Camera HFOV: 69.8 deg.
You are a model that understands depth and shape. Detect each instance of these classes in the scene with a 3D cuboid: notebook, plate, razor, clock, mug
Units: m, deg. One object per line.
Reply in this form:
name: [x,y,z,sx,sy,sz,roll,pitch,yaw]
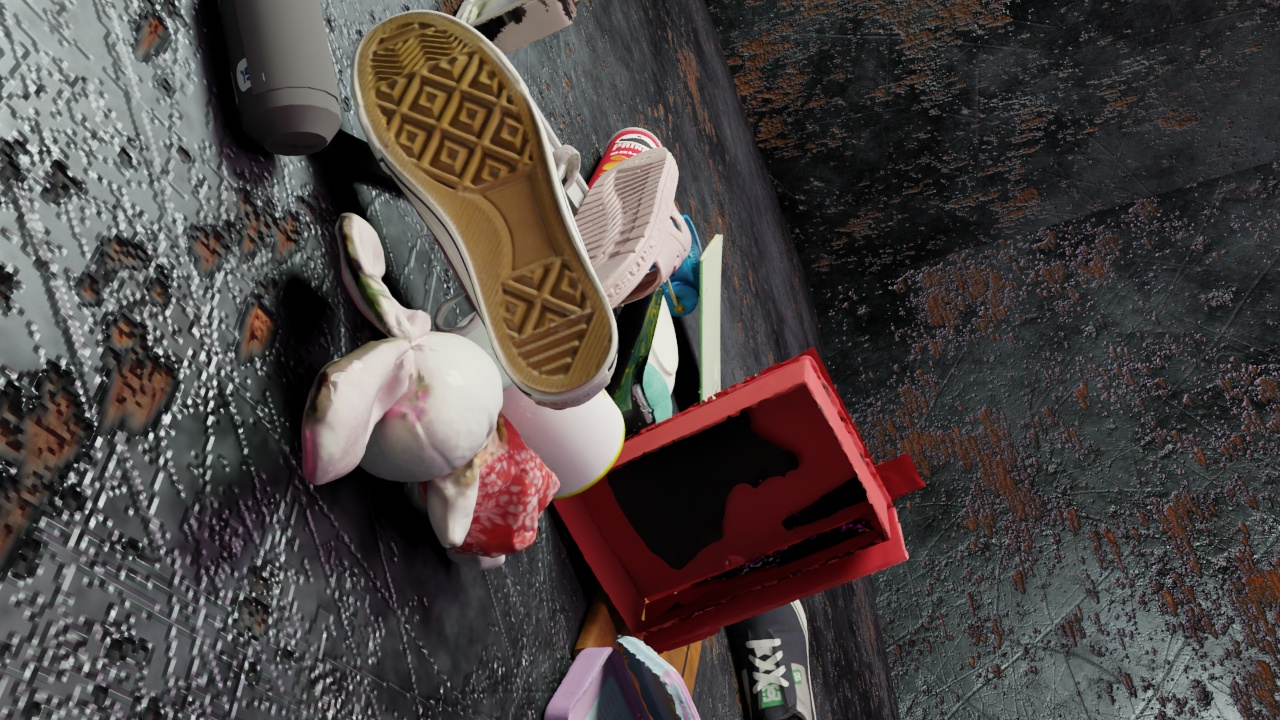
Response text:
notebook: [0.010,0.235,0.760,0.248,0.014,0.178,-62,134,-68]
plate: [0.004,-0.037,0.968,0.182,0.034,0.182,-15,90,-74]
razor: [-0.005,0.005,0.774,0.053,0.067,0.151,-11,119,-68]
notebook: [0.086,-0.017,1.138,0.181,0.010,0.253,-55,146,-69]
clock: [0.037,-0.115,1.106,0.161,0.060,0.117,-73,148,-63]
mug: [-0.068,0.025,0.571,0.106,0.083,0.082,57,23,-43]

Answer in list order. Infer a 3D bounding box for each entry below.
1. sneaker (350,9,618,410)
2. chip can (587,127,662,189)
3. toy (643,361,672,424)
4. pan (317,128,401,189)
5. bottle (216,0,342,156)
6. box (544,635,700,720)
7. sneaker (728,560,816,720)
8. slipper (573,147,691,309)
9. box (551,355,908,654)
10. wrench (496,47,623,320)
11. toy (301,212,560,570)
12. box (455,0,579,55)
sneaker: [-0.080,-0.080,0.508,0.241,0.118,0.088,63,-4,11]
chip can: [-0.020,-0.179,0.958,0.220,0.069,0.069,-76,147,-60]
toy: [0.000,0.043,0.878,0.105,0.033,0.084,60,40,-32]
pan: [-0.111,-0.113,0.647,0.356,0.034,0.225,9,66,-74]
bottle: [-0.175,-0.155,0.440,0.047,0.047,0.112,11,64,-72]
box: [0.016,0.284,0.609,0.077,0.096,0.214,-96,166,-70]
sneaker: [0.144,0.338,1.003,0.079,0.084,0.235,-27,104,-74]
slipper: [-0.009,-0.087,0.694,0.064,0.094,0.238,58,27,-27]
box: [0.049,0.159,0.561,0.153,0.214,0.324,55,21,-25]
wrench: [-0.056,-0.130,0.744,0.273,0.018,0.086,54,33,-44]
toy: [-0.102,0.034,0.449,0.159,0.084,0.194,-102,173,-45]
box: [-0.062,-0.312,0.709,0.143,0.191,0.069,-95,161,-54]
